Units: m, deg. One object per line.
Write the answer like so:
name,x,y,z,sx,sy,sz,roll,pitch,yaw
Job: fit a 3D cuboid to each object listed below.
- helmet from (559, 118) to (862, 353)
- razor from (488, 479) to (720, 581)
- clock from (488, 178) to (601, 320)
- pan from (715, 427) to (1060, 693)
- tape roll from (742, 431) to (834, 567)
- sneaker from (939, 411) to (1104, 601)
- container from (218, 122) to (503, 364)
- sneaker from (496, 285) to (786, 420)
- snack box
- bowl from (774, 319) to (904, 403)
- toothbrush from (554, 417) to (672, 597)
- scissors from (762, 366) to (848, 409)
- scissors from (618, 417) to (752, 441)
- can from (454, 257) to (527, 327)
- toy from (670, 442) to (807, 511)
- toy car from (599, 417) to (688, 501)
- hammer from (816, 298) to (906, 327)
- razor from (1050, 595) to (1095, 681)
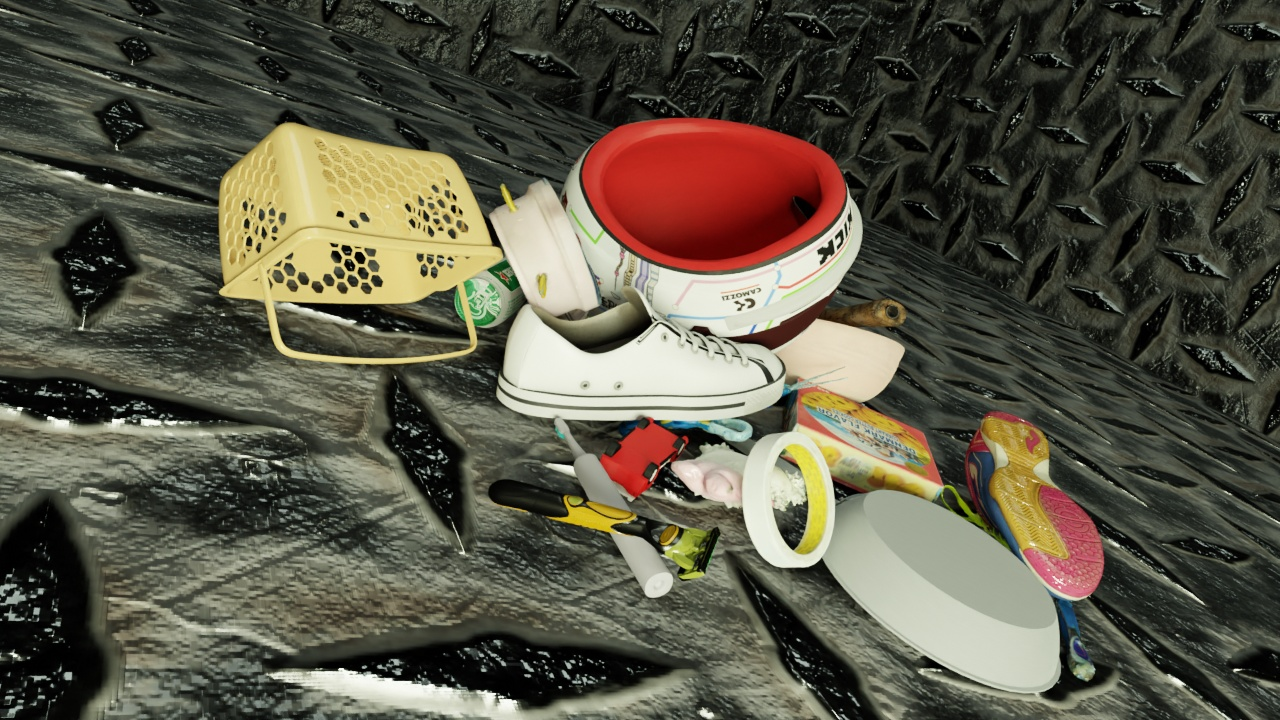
helmet,0.064,-0.100,0.905,0.315,0.230,0.236,21,-28,28
razor,-0.026,0.096,0.554,0.144,0.021,0.044,13,28,13
clock,-0.082,-0.085,0.794,0.158,0.058,0.116,93,-28,-78
pan,0.175,0.123,0.732,0.200,0.051,0.356,1,31,-49
tape roll,0.105,0.097,0.643,0.019,0.094,0.093,-11,-7,40
sneaker,0.343,0.142,0.819,0.116,0.091,0.241,20,28,0
container,-0.213,-0.075,0.704,0.183,0.129,0.167,-3,73,-53
sneaker,0.009,-0.014,0.744,0.245,0.097,0.091,2,23,-20
snack box,0.208,0.080,0.884,0.142,0.040,0.144,24,18,2
bowl,0.203,0.007,0.996,0.153,0.076,0.153,15,-4,1
toothbrush,-0.025,0.089,0.612,0.018,0.019,0.188,-7,31,-22
scissors,0.142,0.032,0.893,0.129,0.014,0.118,-10,12,31
scissors,0.039,0.050,0.758,0.130,0.014,0.125,16,20,41
can,-0.135,-0.064,0.853,0.053,0.053,0.101,24,18,2
toy,0.066,0.090,0.679,0.096,0.041,0.108,17,6,33
toy car,0.002,0.070,0.677,0.038,0.025,0.089,28,24,14
hammer,0.214,-0.042,1.044,0.120,0.033,0.331,18,-5,-12
razor,0.336,0.207,0.722,0.044,0.018,0.140,26,18,5
